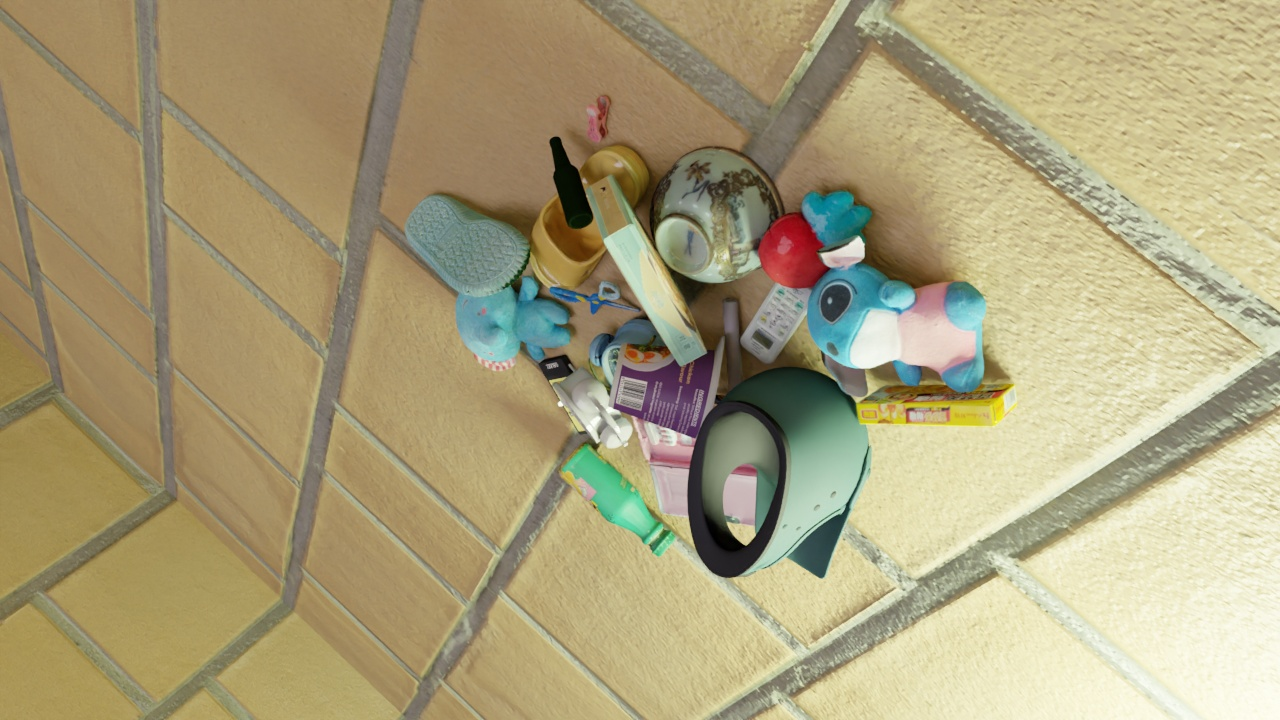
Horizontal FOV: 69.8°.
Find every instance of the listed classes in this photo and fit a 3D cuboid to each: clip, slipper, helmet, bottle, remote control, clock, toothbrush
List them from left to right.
[{"bbox_3d":[-0.236,-0.154,1.269,0.276,0.116,0.069,34,172,41],"label":"slipper"},{"bbox_3d":[-0.087,-0.214,1.090,0.033,0.033,0.122,-48,52,49],"label":"bottle"},{"bbox_3d":[-0.103,0.054,1.401,0.058,0.013,0.133,-13,113,45],"label":"remote control"},{"bbox_3d":[-0.083,-0.168,1.162,0.099,0.078,0.264,47,137,0],"label":"slipper"},{"bbox_3d":[-0.069,0.069,1.297,0.120,0.061,0.159,57,171,-29],"label":"clock"},{"bbox_3d":[-0.053,-0.281,1.078,0.023,0.045,0.060,35,124,18],"label":"clip"},{"bbox_3d":[-0.034,0.221,1.435,0.209,0.067,0.068,43,139,4],"label":"bottle"},{"bbox_3d":[-0.007,0.007,1.251,0.162,0.059,0.118,-13,115,49],"label":"clock"},{"bbox_3d":[0.119,0.012,1.155,0.018,0.019,0.188,4,115,24],"label":"toothbrush"},{"bbox_3d":[0.164,-0.051,1.088,0.050,0.022,0.134,37,138,9],"label":"remote control"},{"bbox_3d":[0.173,0.140,1.092,0.176,0.199,0.275,28,116,41],"label":"helmet"}]

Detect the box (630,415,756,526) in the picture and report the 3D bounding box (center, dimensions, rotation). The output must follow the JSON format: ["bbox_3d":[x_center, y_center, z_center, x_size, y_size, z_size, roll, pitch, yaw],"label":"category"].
[{"bbox_3d":[0.104,0.148,1.284,0.233,0.039,0.179,3,119,38],"label":"box"}]

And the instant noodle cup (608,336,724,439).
[{"bbox_3d":[0.029,0.023,1.134,0.122,0.121,0.137,12,100,0],"label":"instant noodle cup"}]

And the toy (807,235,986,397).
[{"bbox_3d":[0.262,-0.047,0.954,0.192,0.098,0.224,11,140,26],"label":"toy"}]

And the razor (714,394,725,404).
[{"bbox_3d":[0.123,0.058,1.203,0.144,0.043,0.021,10,116,28],"label":"razor"}]

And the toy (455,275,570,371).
[{"bbox_3d":[-0.191,-0.051,1.327,0.181,0.114,0.184,11,122,20],"label":"toy"}]

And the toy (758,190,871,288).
[{"bbox_3d":[0.184,-0.130,0.983,0.092,0.062,0.133,29,126,-28],"label":"toy"}]

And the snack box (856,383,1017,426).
[{"bbox_3d":[0.320,0.048,0.995,0.153,0.075,0.025,-2,104,41],"label":"snack box"}]

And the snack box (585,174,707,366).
[{"bbox_3d":[0.006,-0.104,1.063,0.044,0.141,0.193,-29,124,8],"label":"snack box"}]

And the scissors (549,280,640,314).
[{"bbox_3d":[-0.060,-0.084,1.223,0.125,0.013,0.126,14,166,-5],"label":"scissors"}]

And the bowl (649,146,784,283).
[{"bbox_3d":[0.071,-0.150,1.034,0.160,0.093,0.160,22,134,25],"label":"bowl"}]
